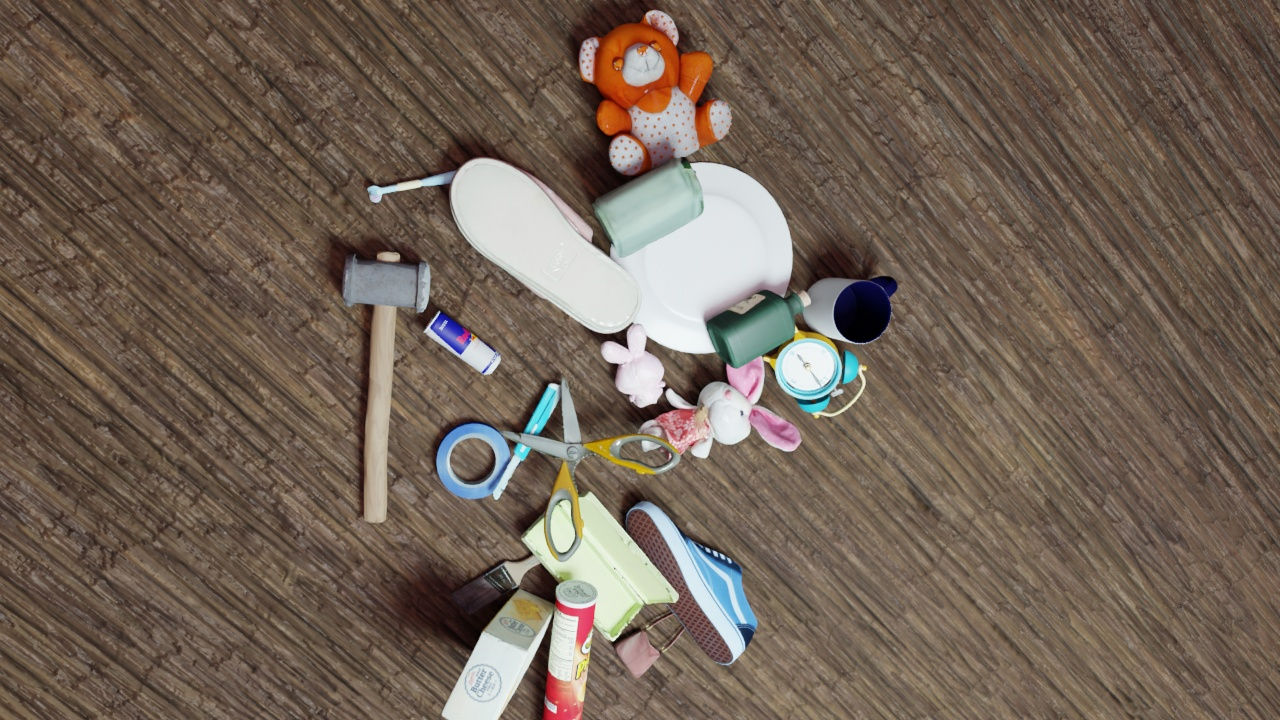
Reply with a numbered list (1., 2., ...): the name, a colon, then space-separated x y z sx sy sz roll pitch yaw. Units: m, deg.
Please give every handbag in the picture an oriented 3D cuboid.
1. handbag: 0.026 0.364 1.220 0.119 0.029 0.055 -35 101 -12
2. handbag: 0.010 -0.185 1.088 0.122 0.106 0.067 -28 85 0

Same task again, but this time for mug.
1. mug: 0.276 -0.074 1.176 0.112 0.097 0.078 -33 103 -7

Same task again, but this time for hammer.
1. hammer: -0.310 0.035 1.091 0.098 0.052 0.328 4 100 -13

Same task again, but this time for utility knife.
1. utility knife: -0.139 0.101 1.138 0.022 0.015 0.161 29 82 -12

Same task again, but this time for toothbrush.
1. toothbrush: -0.243 -0.212 1.084 0.155 0.016 0.022 -14 132 -10

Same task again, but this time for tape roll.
1. tape roll: -0.207 0.123 1.137 0.091 0.016 0.093 -40 104 -5

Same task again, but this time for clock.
1. clock: 0.229 0.015 1.196 0.129 0.043 0.099 39 111 -7

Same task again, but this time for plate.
1. plate: 0.082 -0.129 1.167 0.242 0.016 0.242 -2 98 -12

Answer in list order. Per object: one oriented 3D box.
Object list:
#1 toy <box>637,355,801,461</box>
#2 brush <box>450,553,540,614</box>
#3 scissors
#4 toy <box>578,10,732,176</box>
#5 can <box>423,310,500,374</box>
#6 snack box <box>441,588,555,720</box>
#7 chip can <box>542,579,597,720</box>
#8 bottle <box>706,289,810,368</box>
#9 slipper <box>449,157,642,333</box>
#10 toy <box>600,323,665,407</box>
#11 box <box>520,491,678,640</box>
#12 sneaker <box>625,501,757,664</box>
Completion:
1. toy: 0.089 0.071 1.161 0.194 0.084 0.159 -17 63 -5
2. brush: -0.168 0.273 1.169 0.151 0.012 0.039 -31 103 -8
3. scissors: -0.070 0.134 1.109 0.225 0.016 0.229 10 78 8
4. toy: 0.012 -0.318 1.088 0.163 0.093 0.172 -27 101 -7
5. can: -0.214 -0.020 1.108 0.095 0.032 0.032 37 88 -15
6. snack box: -0.160 0.346 1.079 0.057 0.208 0.104 26 91 4
7. chip can: -0.091 0.382 1.155 0.051 0.051 0.215 3 111 -13
8. bottle: 0.156 -0.049 1.159 0.131 0.061 0.061 -29 122 -10
9. slipper: -0.113 -0.135 1.104 0.274 0.054 0.114 41 87 -11
10. toy: -0.007 0.007 1.143 0.063 0.047 0.110 -22 126 1
11. box: -0.051 0.256 1.167 0.128 0.066 0.188 -36 103 16
12. sneaker: 0.072 0.273 1.203 0.098 0.084 0.241 -39 99 -42
